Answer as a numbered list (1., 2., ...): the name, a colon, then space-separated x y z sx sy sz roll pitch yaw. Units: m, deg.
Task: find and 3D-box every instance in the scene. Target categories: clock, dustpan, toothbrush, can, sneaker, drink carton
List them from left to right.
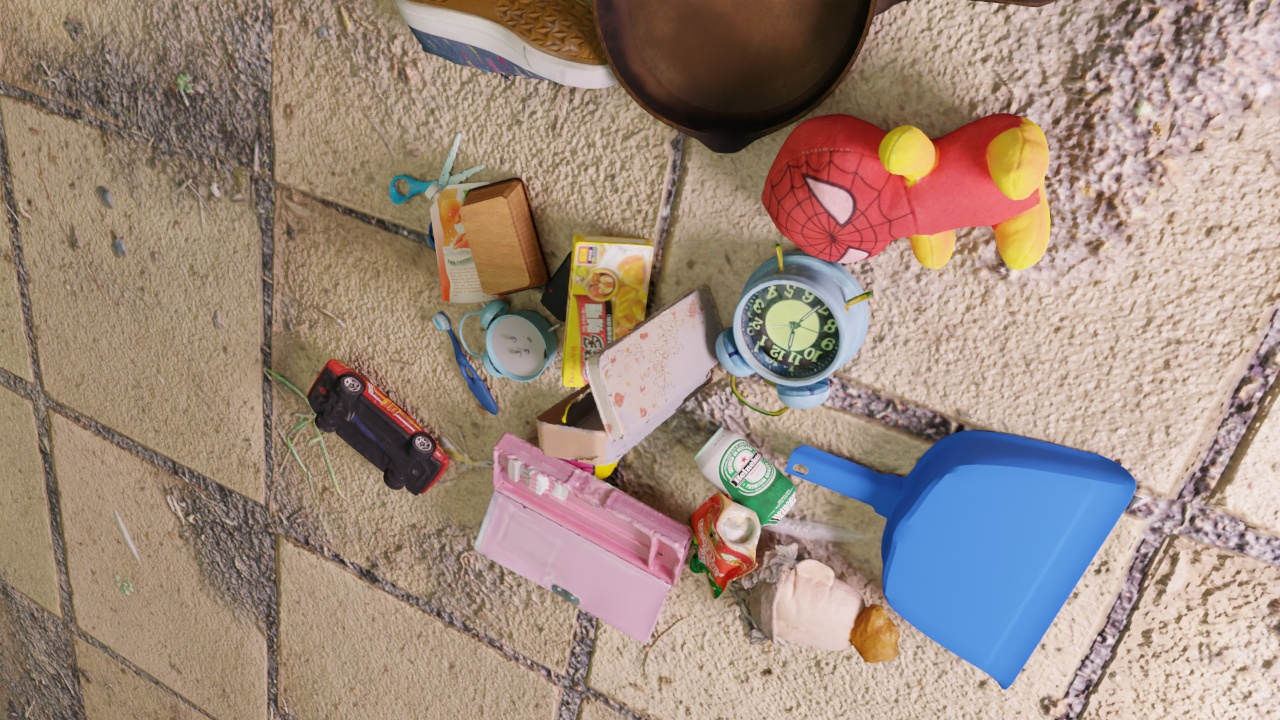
1. toothbrush: -0.196 0.005 1.029 0.021 0.016 0.132 -25 96 35
2. drink carton: -0.182 -0.124 0.956 0.069 0.038 0.122 -4 107 2
3. clock: -0.143 -0.020 0.975 0.123 0.041 0.087 11 115 22
4. sneaker: -0.113 -0.293 0.840 0.235 0.087 0.079 23 153 15
5. can: 0.103 0.113 0.892 0.101 0.053 0.053 42 123 7
6. clock: 0.133 -0.021 0.819 0.118 0.059 0.162 28 124 14
7. dustpan: 0.253 0.146 0.824 0.258 0.059 0.246 21 119 8

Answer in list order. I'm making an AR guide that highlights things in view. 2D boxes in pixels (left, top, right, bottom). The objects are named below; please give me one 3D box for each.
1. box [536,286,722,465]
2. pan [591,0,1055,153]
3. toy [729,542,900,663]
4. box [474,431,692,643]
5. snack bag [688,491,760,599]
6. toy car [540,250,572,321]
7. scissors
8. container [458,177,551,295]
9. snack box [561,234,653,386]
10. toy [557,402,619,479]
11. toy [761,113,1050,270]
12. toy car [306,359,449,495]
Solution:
1. box: -0.006 0.017 0.814 0.108 0.215 0.094 -24 97 35
2. pan: 0.135 -0.289 0.712 0.356 0.043 0.249 5 111 18
3. toy: 0.170 0.237 0.894 0.176 0.076 0.133 21 135 25
4. box: -0.065 0.188 0.999 0.233 0.059 0.180 27 127 13
5. snack bag: 0.076 0.187 0.919 0.155 0.044 0.087 115 137 -61
6. toy car: -0.070 -0.075 0.917 0.042 0.036 0.092 44 123 6
7. scissors: -0.205 -0.173 0.965 0.132 0.015 0.110 -19 99 27
8. container: -0.137 -0.118 0.909 0.063 0.061 0.114 -12 105 10
9. snack box: -0.034 -0.045 0.894 0.075 0.025 0.152 2 116 -11
10. toy: -0.065 0.088 0.978 0.096 0.041 0.094 -21 104 36
11. toy: 0.200 -0.133 0.710 0.217 0.098 0.147 6 143 27
12. toy car: -0.315 0.082 1.101 0.189 0.056 0.082 42 125 -1
